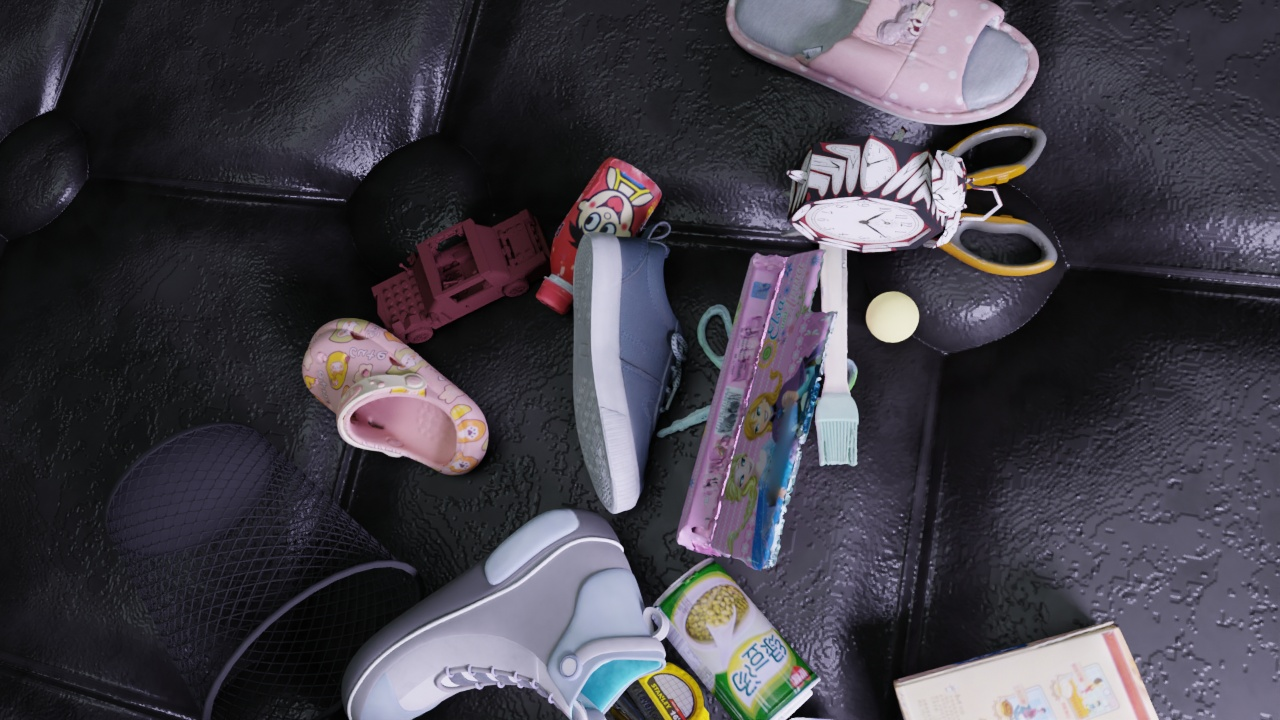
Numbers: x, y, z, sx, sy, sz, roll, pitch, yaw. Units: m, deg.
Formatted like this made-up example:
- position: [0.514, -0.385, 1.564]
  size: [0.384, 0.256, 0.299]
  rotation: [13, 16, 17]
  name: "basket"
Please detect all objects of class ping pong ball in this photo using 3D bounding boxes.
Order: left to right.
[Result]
- position: [0.199, -0.034, 0.724]
  size: [0.040, 0.040, 0.040]
  rotation: [-4, 74, 14]
  name: "ping pong ball"

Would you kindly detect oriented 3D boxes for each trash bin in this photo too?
- position: [-0.315, 0.167, 0.746]
  size: [0.210, 0.184, 0.184]
  rotation: [38, 88, 27]
  name: "trash bin"

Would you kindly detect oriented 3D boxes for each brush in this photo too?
- position: [0.156, -0.021, 0.738]
  size: [0.033, 0.012, 0.217]
  rotation: [-1, 68, 12]
  name: "brush"

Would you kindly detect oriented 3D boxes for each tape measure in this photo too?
- position: [0.019, 0.262, 0.685]
  size: [0.064, 0.037, 0.065]
  rotation: [-26, 46, -32]
  name: "tape measure"

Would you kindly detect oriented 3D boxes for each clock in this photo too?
- position: [0.192, -0.129, 0.693]
  size: [0.155, 0.114, 0.065]
  rotation: [6, 78, 15]
  name: "clock"

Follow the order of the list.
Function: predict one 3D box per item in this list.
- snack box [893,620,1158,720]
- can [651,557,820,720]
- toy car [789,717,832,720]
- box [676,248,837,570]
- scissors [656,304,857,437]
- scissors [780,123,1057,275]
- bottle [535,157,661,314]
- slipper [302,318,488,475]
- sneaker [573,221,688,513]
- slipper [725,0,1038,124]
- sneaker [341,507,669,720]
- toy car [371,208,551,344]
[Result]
- position: [0.275, 0.296, 0.606]
  size: [0.153, 0.055, 0.207]
  rotation: [-19, 71, 10]
  name: "snack box"
- position: [0.069, 0.213, 0.679]
  size: [0.067, 0.067, 0.121]
  rotation: [-43, 68, 1]
  name: "can"
- position: [0.127, 0.325, 0.621]
  size: [0.055, 0.056, 0.153]
  rotation: [-47, 38, 43]
  name: "toy car"
- position: [0.080, 0.031, 0.669]
  size: [0.062, 0.161, 0.230]
  rotation: [16, 83, -4]
  name: "box"
- position: [0.092, 0.029, 0.753]
  size: [0.171, 0.021, 0.172]
  rotation: [-20, 76, 7]
  name: "scissors"
- position: [0.230, -0.116, 0.749]
  size: [0.225, 0.016, 0.175]
  rotation: [-17, 72, 9]
  name: "scissors"
- position: [-0.042, -0.104, 0.799]
  size: [0.062, 0.062, 0.137]
  rotation: [30, 85, 21]
  name: "bottle"
- position: [-0.223, 0.035, 0.789]
  size: [0.197, 0.081, 0.093]
  rotation: [29, 116, 17]
  name: "slipper"
- position: [-0.005, 0.004, 0.750]
  size: [0.087, 0.089, 0.235]
  rotation: [-2, 91, -18]
  name: "sneaker"
- position: [0.198, -0.279, 0.783]
  size: [0.274, 0.054, 0.114]
  rotation: [23, 83, 20]
  name: "slipper"
- position: [-0.102, 0.237, 0.685]
  size: [0.257, 0.093, 0.160]
  rotation: [-38, 49, 3]
  name: "sneaker"
- position: [-0.166, -0.076, 0.825]
  size: [0.170, 0.062, 0.070]
  rotation: [-25, 70, 8]
  name: "toy car"
